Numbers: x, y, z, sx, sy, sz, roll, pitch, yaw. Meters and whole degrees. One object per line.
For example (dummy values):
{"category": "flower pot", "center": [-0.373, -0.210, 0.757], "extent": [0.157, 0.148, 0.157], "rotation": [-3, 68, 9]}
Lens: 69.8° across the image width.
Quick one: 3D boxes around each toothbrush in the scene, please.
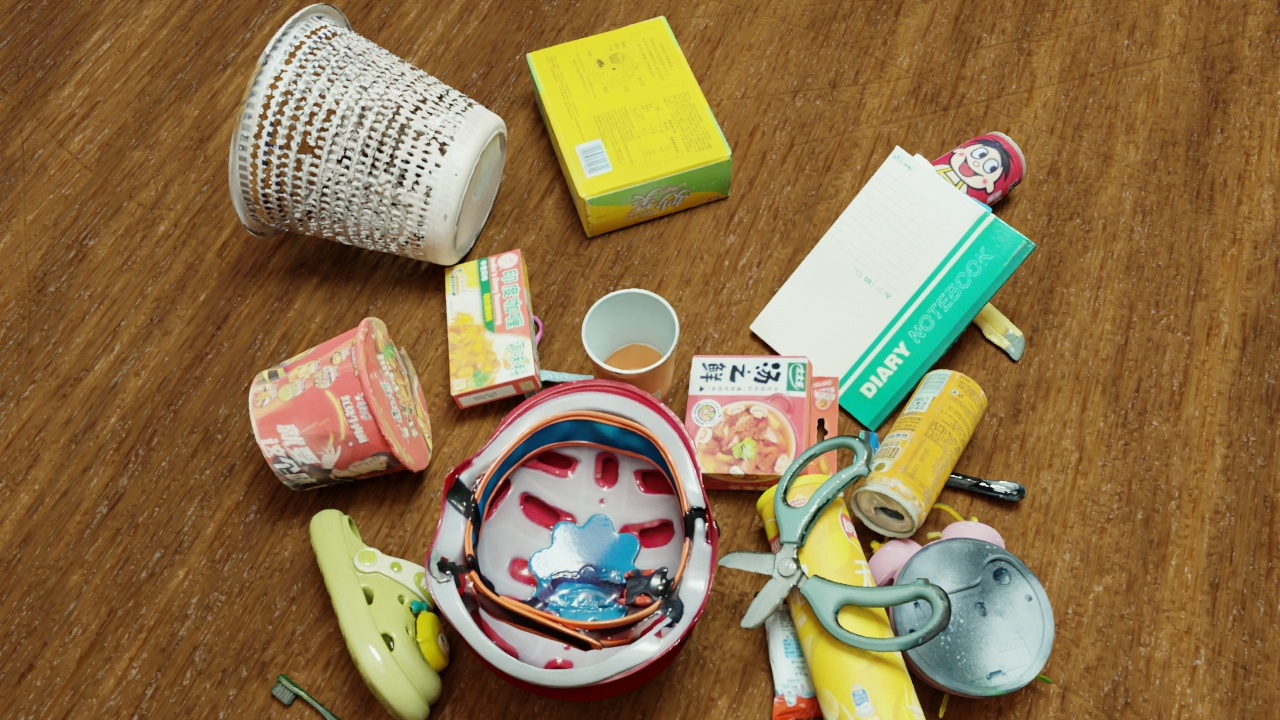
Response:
{"category": "toothbrush", "center": [-0.214, 0.300, 0.703], "extent": [0.186, 0.012, 0.017], "rotation": [30, 73, 18]}

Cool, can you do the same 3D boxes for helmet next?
{"category": "helmet", "center": [-0.045, 0.147, 0.704], "extent": [0.207, 0.144, 0.239], "rotation": [8, 51, 8]}

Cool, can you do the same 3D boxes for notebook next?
{"category": "notebook", "center": [0.217, -0.062, 0.811], "extent": [0.150, 0.012, 0.209], "rotation": [42, 103, 19]}

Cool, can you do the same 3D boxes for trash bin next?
{"category": "trash bin", "center": [-0.240, -0.192, 0.868], "extent": [0.192, 0.228, 0.227], "rotation": [21, 64, 0]}

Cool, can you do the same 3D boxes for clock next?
{"category": "clock", "center": [0.242, 0.184, 0.712], "extent": [0.117, 0.060, 0.158], "rotation": [-15, 64, -4]}

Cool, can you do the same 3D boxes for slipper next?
{"category": "slipper", "center": [-0.197, 0.188, 0.720], "extent": [0.081, 0.092, 0.190], "rotation": [-28, 61, -14]}

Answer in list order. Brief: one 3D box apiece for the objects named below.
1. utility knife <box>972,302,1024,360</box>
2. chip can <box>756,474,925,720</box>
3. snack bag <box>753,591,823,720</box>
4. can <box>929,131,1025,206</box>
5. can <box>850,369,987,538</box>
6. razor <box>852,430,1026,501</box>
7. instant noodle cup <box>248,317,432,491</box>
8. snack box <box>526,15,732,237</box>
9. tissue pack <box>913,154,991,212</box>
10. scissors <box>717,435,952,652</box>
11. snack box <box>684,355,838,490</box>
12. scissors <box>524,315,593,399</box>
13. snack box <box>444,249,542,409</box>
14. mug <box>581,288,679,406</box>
{"category": "utility knife", "center": [0.285, -0.078, 0.877], "extent": [0.030, 0.022, 0.213], "rotation": [-33, 60, -20]}
{"category": "chip can", "center": [0.148, 0.193, 0.689], "extent": [0.072, 0.072, 0.213], "rotation": [-11, 54, -3]}
{"category": "snack bag", "center": [0.115, 0.230, 0.711], "extent": [0.048, 0.026, 0.104], "rotation": [3, 59, -22]}
{"category": "can", "center": [0.318, -0.175, 0.894], "extent": [0.093, 0.067, 0.066], "rotation": [-30, 64, -13]}
{"category": "can", "center": [0.228, 0.073, 0.745], "extent": [0.058, 0.058, 0.145], "rotation": [31, 56, 18]}
{"category": "razor", "center": [0.252, 0.097, 0.778], "extent": [0.143, 0.022, 0.042], "rotation": [13, 53, 12]}
{"category": "instant noodle cup", "center": [-0.254, 0.046, 0.778], "extent": [0.108, 0.138, 0.137], "rotation": [-18, 62, 2]}
{"category": "snack box", "center": [-0.013, -0.244, 0.948], "extent": [0.157, 0.070, 0.210], "rotation": [-18, 62, -6]}
{"category": "tissue pack", "center": [0.240, -0.113, 0.847], "extent": [0.140, 0.063, 0.090], "rotation": [-49, 67, 12]}
{"category": "scissors", "center": [0.150, 0.142, 0.664], "extent": [0.179, 0.019, 0.170], "rotation": [28, 73, 34]}
{"category": "snack box", "center": [0.104, 0.053, 0.787], "extent": [0.127, 0.044, 0.113], "rotation": [0, 61, 14]}
{"category": "scissors", "center": [-0.108, 0.008, 0.848], "extent": [0.133, 0.017, 0.135], "rotation": [2, 57, 9]}
{"category": "snack box", "center": [-0.138, -0.032, 0.851], "extent": [0.077, 0.027, 0.155], "rotation": [-14, 53, 3]}
{"category": "mug", "center": [-0.005, 0.005, 0.785], "extent": [0.078, 0.123, 0.078], "rotation": [-2, 61, 3]}
